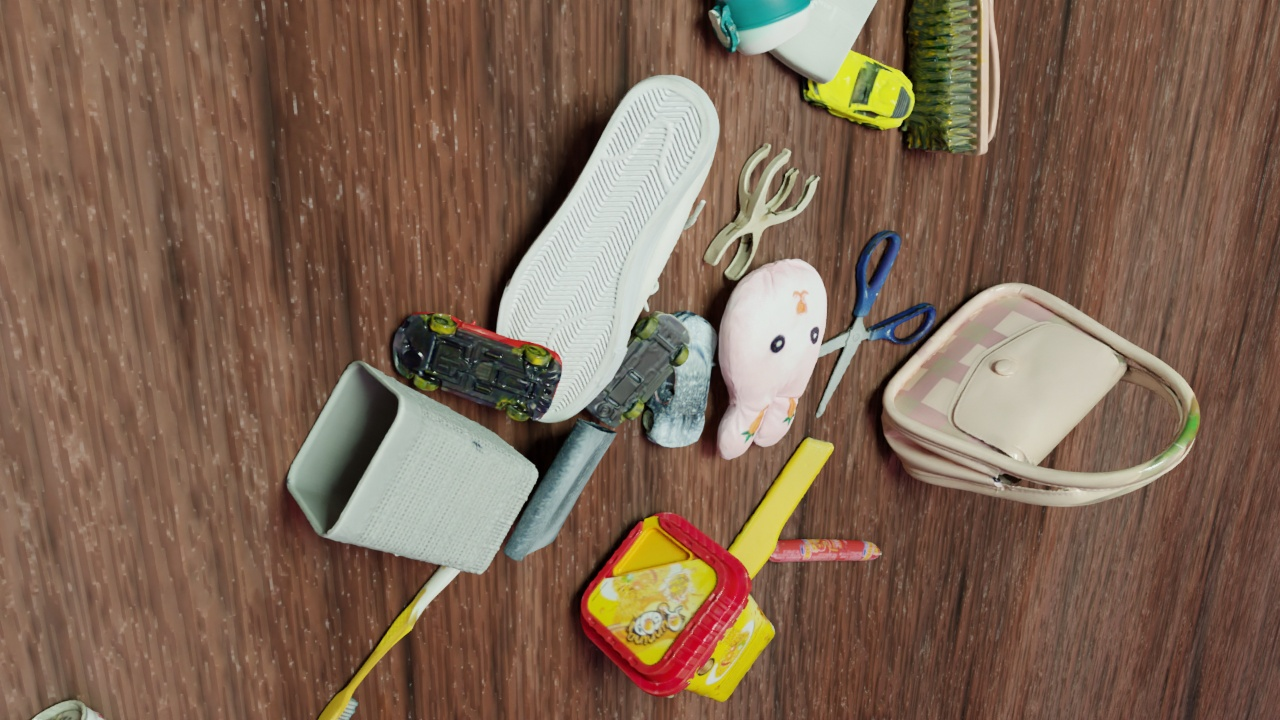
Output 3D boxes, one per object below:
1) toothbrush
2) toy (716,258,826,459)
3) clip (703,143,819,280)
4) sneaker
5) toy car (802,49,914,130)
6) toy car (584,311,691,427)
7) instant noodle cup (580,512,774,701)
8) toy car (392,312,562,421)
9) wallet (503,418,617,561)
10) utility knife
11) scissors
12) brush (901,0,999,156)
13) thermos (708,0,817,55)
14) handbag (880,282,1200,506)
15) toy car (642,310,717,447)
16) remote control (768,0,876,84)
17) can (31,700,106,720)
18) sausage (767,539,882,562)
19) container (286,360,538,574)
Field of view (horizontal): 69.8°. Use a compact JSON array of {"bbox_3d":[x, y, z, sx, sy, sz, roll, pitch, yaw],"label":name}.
[{"bbox_3d":[-0.156,0.178,0.633,0.191,0.016,0.018,-51,136,-8],"label":"toothbrush"},{"bbox_3d":[0.100,0.000,0.714,0.121,0.054,0.160,-15,119,-45],"label":"toy"},{"bbox_3d":[0.079,-0.118,0.678,0.104,0.035,0.084,-41,127,-6],"label":"clip"},{"bbox_3d":[-0.022,-0.073,0.606,0.089,0.090,0.243,29,110,1],"label":"sneaker"},{"bbox_3d":[0.170,-0.209,0.705,0.105,0.032,0.048,9,101,-33],"label":"toy car"},{"bbox_3d":[-0.004,0.004,0.652,0.042,0.035,0.090,39,97,-27],"label":"toy car"},{"bbox_3d":[0.036,0.200,0.712,0.116,0.116,0.123,-51,136,-9],"label":"instant noodle cup"},{"bbox_3d":[-0.103,0.001,0.582,0.106,0.031,0.049,17,111,-6],"label":"toy car"},{"bbox_3d":[-0.052,0.087,0.624,0.019,0.121,0.097,31,88,8],"label":"wallet"},{"bbox_3d":[0.116,0.131,0.789,0.033,0.015,0.153,36,84,-3],"label":"utility knife"},{"bbox_3d":[0.195,-0.032,0.792,0.162,0.012,0.175,0,108,-32],"label":"scissors"},{"bbox_3d":[0.252,-0.239,0.730,0.073,0.063,0.146,-15,111,-24],"label":"brush"},{"bbox_3d":[0.050,-0.307,0.575,0.073,0.073,0.224,-35,122,-19],"label":"thermos"},{"bbox_3d":[0.341,0.040,0.772,0.193,0.234,0.093,-41,125,-15],"label":"handbag"},{"bbox_3d":[0.032,0.015,0.691,0.048,0.031,0.106,-2,105,-34],"label":"toy car"},{"bbox_3d":[0.147,-0.277,0.664,0.058,0.021,0.150,30,88,-9],"label":"remote control"},{"bbox_3d":[-0.309,0.261,0.538,0.053,0.053,0.133,-33,121,-20],"label":"can"},{"bbox_3d":[0.168,0.173,0.838,0.155,0.020,0.020,8,101,-35],"label":"sausage"},{"bbox_3d":[-0.137,0.070,0.567,0.114,0.090,0.090,31,88,-39],"label":"container"}]
